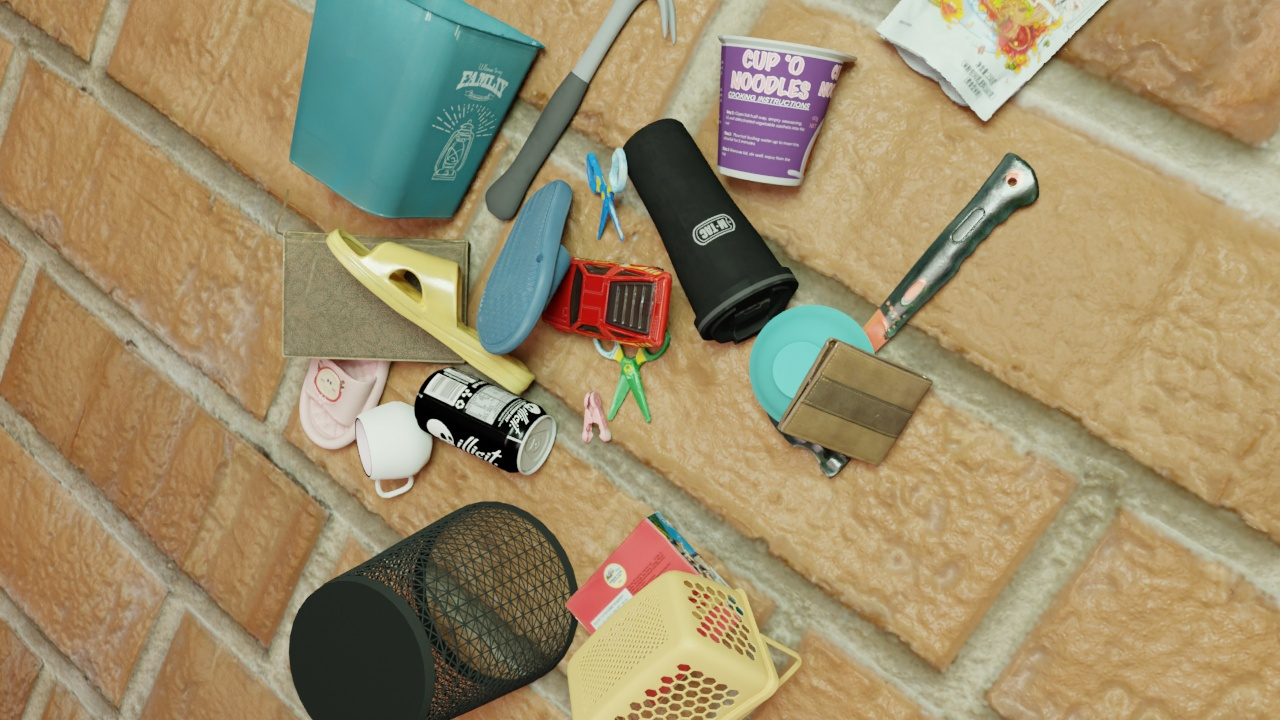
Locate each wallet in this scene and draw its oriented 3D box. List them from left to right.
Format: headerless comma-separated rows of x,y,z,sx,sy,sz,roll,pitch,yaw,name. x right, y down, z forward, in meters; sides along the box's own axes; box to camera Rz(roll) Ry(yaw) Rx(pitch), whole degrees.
0.194,0.039,0.828,0.099,0.121,0.027,-62,27,19,wallet

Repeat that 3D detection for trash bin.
-0.252,-0.284,0.985,0.199,0.196,0.219,33,112,19,trash bin
-0.217,0.278,0.963,0.217,0.242,0.217,1,93,24,trash bin

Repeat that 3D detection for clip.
-0.046,0.065,0.997,0.050,0.023,0.059,24,104,16,clip

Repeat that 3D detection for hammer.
-0.074,-0.283,0.985,0.125,0.029,0.311,41,108,17,hammer
0.243,-0.050,0.859,0.133,0.033,0.334,45,108,16,hammer

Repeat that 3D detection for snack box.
0.016,0.260,0.970,0.145,0.040,0.143,45,109,15,snack box

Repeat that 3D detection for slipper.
-0.355,0.003,1.112,0.107,0.055,0.222,33,104,21,slipper
-0.213,-0.067,0.992,0.263,0.099,0.078,40,87,-11,slipper
-0.108,-0.099,0.954,0.104,0.059,0.213,-20,47,45,slipper

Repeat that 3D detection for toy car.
-0.039,-0.063,0.946,0.190,0.056,0.081,13,97,48,toy car

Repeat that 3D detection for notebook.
-0.304,-0.091,1.050,0.215,0.034,0.190,2,95,-2,notebook

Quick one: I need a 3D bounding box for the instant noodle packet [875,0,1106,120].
0.344,-0.350,0.785,0.147,0.057,0.269,45,104,14,instant noodle packet

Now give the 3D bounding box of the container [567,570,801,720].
0.043,0.308,0.880,0.167,0.129,0.184,34,110,-27,container

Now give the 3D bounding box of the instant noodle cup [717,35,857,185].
0.129,-0.232,0.864,0.136,0.122,0.122,2,108,-20,instant noodle cup

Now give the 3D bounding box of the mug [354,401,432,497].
-0.286,0.108,1.075,0.090,0.076,0.124,43,136,48,mug

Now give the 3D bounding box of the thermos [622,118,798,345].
0.060,-0.129,0.900,0.106,0.105,0.218,-34,74,22,thermos

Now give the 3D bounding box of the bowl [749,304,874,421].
0.155,0.009,0.856,0.121,0.046,0.121,1,93,22,bowl

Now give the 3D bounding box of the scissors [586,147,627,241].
-0.033,-0.174,0.948,0.013,0.130,0.125,-10,62,-18,scissors

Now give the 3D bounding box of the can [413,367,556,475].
-0.173,0.067,1.021,0.146,0.080,0.080,22,101,21,can

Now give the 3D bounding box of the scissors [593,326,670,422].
-0.019,0.006,0.986,0.117,0.012,0.130,29,103,21,scissors
